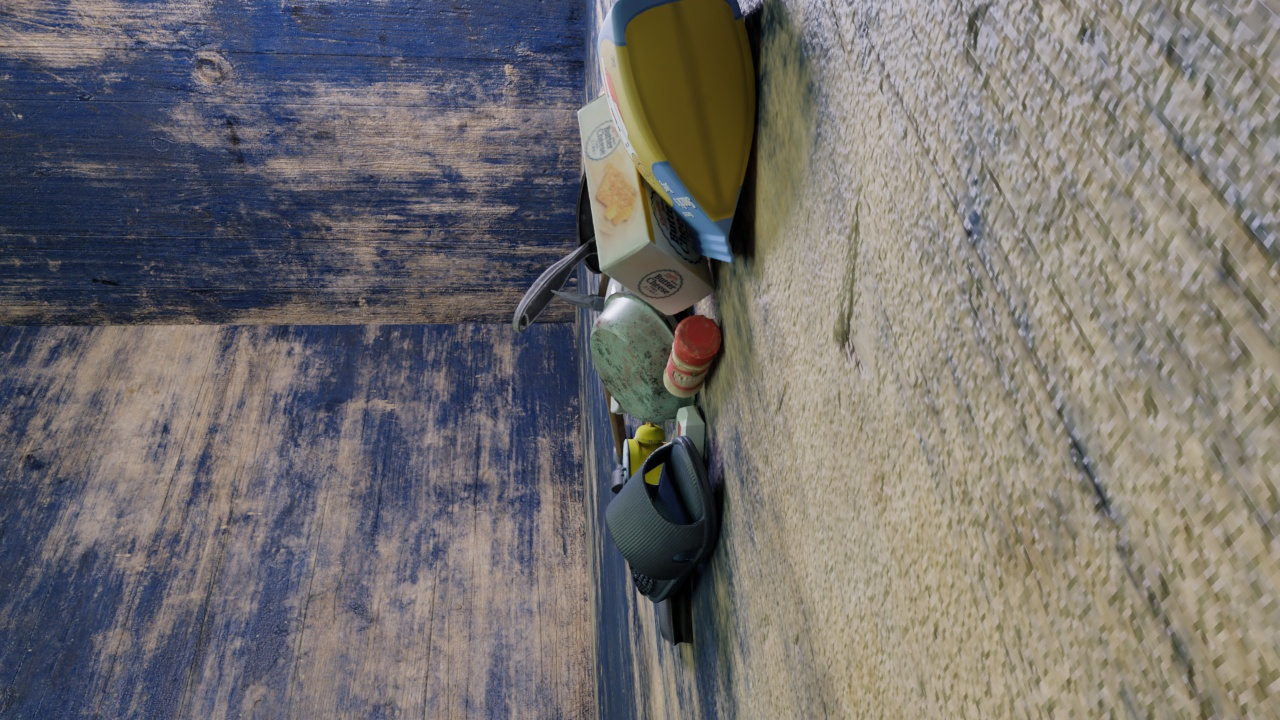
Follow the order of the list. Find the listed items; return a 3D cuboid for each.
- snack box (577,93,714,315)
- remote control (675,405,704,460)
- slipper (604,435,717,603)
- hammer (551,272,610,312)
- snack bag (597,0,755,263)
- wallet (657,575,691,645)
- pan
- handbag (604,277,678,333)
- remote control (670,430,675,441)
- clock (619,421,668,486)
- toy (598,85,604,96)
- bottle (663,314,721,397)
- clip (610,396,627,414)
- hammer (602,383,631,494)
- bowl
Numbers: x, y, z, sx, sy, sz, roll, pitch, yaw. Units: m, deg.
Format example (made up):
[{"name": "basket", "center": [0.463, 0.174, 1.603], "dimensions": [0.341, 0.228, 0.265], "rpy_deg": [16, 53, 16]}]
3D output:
[{"name": "snack box", "center": [0.003, -0.155, 0.875], "dimensions": [0.104, 0.058, 0.207], "rpy_deg": [31, -140, -45]}, {"name": "remote control", "center": [0.047, 0.116, 0.940], "dimensions": [0.049, 0.024, 0.143], "rpy_deg": [-109, 19, -70]}, {"name": "slipper", "center": [0.008, 0.175, 0.910], "dimensions": [0.264, 0.082, 0.101], "rpy_deg": [106, 144, -51]}, {"name": "hammer", "center": [-0.022, -0.217, 1.209], "dimensions": [0.028, 0.147, 0.317], "rpy_deg": [-146, 65, -63]}, {"name": "snack bag", "center": [0.036, -0.183, 0.745], "dimensions": [0.159, 0.102, 0.205], "rpy_deg": [-124, 20, -79]}, {"name": "wallet", "center": [0.036, 0.277, 1.050], "dimensions": [0.115, 0.026, 0.089], "rpy_deg": [115, 152, -76]}, {"name": "pan", "center": [-0.078, -0.160, 1.282], "dimensions": [0.187, 0.055, 0.355], "rpy_deg": [78, -150, -44]}, {"name": "handbag", "center": [0.016, -0.116, 1.095], "dimensions": [0.216, 0.095, 0.222], "rpy_deg": [103, 177, -62]}, {"name": "remote control", "center": [0.044, 0.149, 1.032], "dimensions": [0.050, 0.011, 0.135], "rpy_deg": [101, 167, -60]}, {"name": "clock", "center": [0.006, 0.118, 1.051], "dimensions": [0.083, 0.057, 0.118], "rpy_deg": [107, 163, -73]}, {"name": "toy", "center": [-0.019, -0.317, 1.043], "dimensions": [0.265, 0.065, 0.196], "rpy_deg": [109, 159, -75]}, {"name": "bottle", "center": [0.047, -0.002, 0.857], "dimensions": [0.109, 0.044, 0.044], "rpy_deg": [103, 165, -66]}, {"name": "clip", "center": [-0.004, 0.014, 1.280], "dimensions": [0.152, 0.096, 0.126], "rpy_deg": [174, 95, -80]}, {"name": "hammer", "center": [-0.039, 0.082, 1.465], "dimensions": [0.322, 0.040, 0.129], "rpy_deg": [83, -175, -53]}, {"name": "bowl", "center": [-0.006, 0.006, 0.976], "dimensions": [0.157, 0.038, 0.158], "rpy_deg": [42, 149, 33]}]
